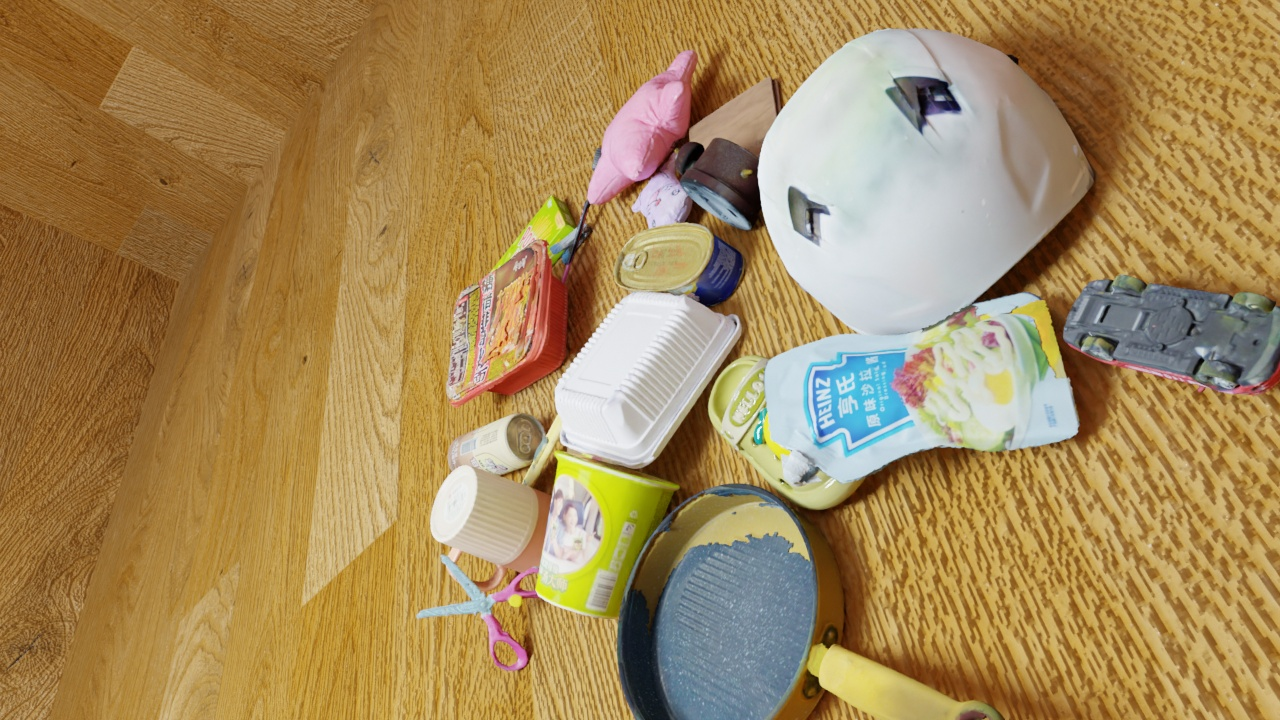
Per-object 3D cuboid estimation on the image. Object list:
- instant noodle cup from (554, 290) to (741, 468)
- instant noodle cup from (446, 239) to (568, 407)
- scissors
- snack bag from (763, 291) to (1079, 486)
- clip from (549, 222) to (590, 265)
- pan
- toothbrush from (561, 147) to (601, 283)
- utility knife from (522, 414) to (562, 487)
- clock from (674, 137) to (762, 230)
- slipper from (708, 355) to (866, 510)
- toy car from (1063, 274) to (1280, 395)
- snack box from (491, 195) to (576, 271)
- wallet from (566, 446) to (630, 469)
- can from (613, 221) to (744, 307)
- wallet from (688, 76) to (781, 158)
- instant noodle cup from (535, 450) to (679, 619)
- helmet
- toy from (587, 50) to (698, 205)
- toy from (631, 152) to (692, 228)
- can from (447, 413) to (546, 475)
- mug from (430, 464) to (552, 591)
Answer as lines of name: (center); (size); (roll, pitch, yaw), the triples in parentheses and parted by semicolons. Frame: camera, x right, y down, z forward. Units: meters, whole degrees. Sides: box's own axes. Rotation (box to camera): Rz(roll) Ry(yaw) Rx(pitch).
instant noodle cup: (-0.005, 0.005, 0.836); (0.138, 0.060, 0.173); (10, 57, 51)
instant noodle cup: (-0.147, -0.037, 1.071); (0.189, 0.079, 0.164); (-28, 50, 41)
scissors: (-0.144, 0.239, 0.869); (0.017, 0.133, 0.131); (165, 97, -83)
snack bag: (0.174, 0.021, 0.600); (0.191, 0.039, 0.110); (-14, 63, 22)
clip: (-0.083, -0.146, 1.123); (0.058, 0.045, 0.027); (-42, 33, 11)
pan: (0.095, 0.188, 0.605); (0.358, 0.078, 0.197); (6, 72, 54)
toothbrush: (-0.072, -0.167, 1.104); (0.014, 0.018, 0.189); (9, -80, -81)
utility knife: (-0.102, 0.104, 0.949); (0.030, 0.020, 0.188); (-93, 23, -55)
clock: (0.077, -0.171, 0.874); (0.055, 0.082, 0.122); (-56, 42, 1)
slipper: (0.098, 0.044, 0.703); (0.091, 0.081, 0.190); (-62, 32, 5)
toy car: (0.299, -0.014, 0.510); (0.053, 0.045, 0.120); (-64, 29, 0)
snack box: (-0.144, -0.131, 1.184); (0.157, 0.026, 0.085); (-48, 37, 19)
wallet: (-0.042, 0.076, 0.905); (0.090, 0.033, 0.115); (-25, 52, 40)
can: (0.036, -0.091, 0.902); (0.148, 0.049, 0.074); (5, 70, 53)
wallet: (0.097, -0.228, 0.947); (0.116, 0.020, 0.101); (-29, 48, 35)
instant noodle cup: (-0.037, 0.151, 0.787); (0.112, 0.111, 0.123); (11, 83, 55)
helmet: (0.175, -0.148, 0.676); (0.230, 0.145, 0.258); (-43, 38, 24)
toy: (0.000, -0.245, 1.024); (0.195, 0.074, 0.178); (-46, 20, 37)
toy: (0.028, -0.170, 0.972); (0.084, 0.039, 0.108); (-53, 27, 21)
can: (-0.160, 0.098, 1.016); (0.117, 0.058, 0.058); (-23, 50, 43)
mug: (-0.149, 0.171, 0.910); (0.082, 0.106, 0.114); (26, 88, 56)
